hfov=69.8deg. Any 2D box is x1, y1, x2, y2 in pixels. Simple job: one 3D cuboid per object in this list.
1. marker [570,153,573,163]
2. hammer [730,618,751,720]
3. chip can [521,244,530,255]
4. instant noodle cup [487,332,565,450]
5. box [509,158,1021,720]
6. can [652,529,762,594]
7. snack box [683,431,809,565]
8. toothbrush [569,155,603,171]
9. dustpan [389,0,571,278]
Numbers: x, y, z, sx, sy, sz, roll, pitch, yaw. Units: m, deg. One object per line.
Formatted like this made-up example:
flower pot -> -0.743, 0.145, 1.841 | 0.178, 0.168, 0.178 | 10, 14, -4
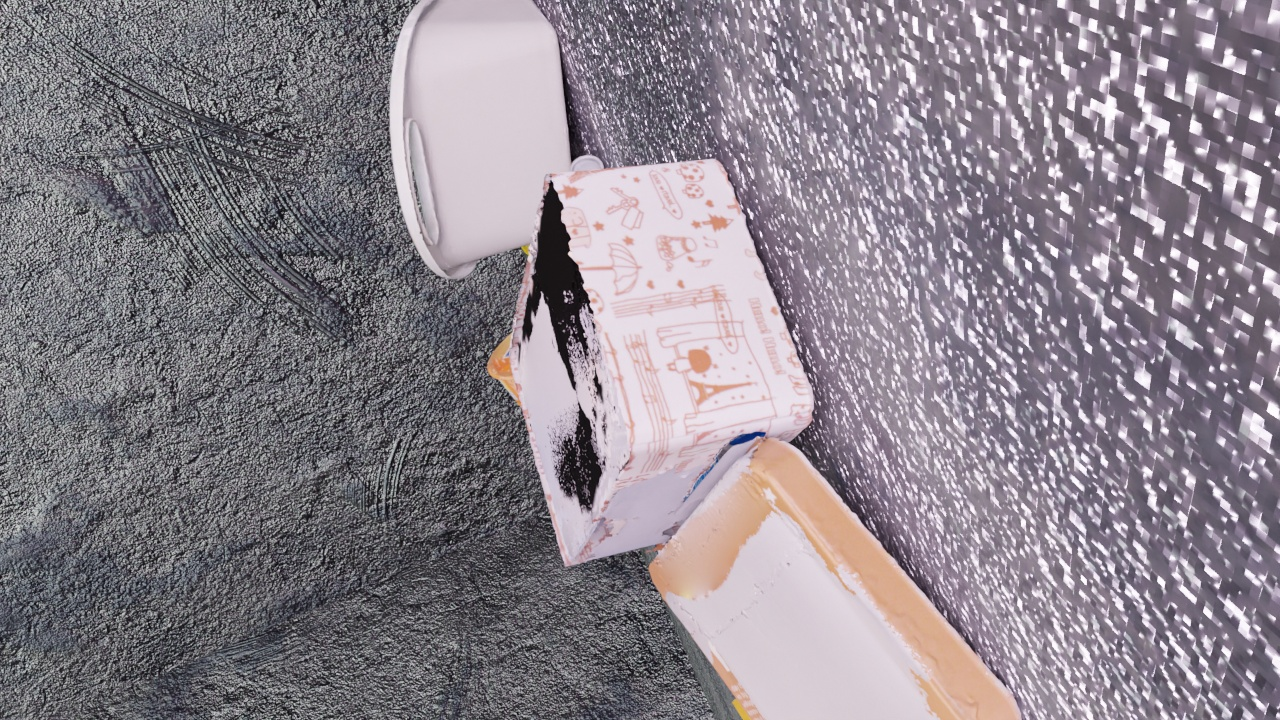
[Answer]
marker -> -0.066, -0.171, 0.837 | 0.132, 0.020, 0.022 | 69, -157, -17
hammer -> 0.074, 0.234, 0.806 | 0.301, 0.032, 0.129 | 66, 170, -8
chip can -> -0.122, -0.200, 0.965 | 0.072, 0.072, 0.213 | 76, 170, -53
instant noodle cup -> -0.067, 0.016, 0.960 | 0.111, 0.151, 0.151 | 62, 177, -25
box -> 0.029, 0.063, 0.402 | 0.179, 0.102, 0.260 | 116, 138, -61
can -> 0.044, 0.121, 0.660 | 0.111, 0.075, 0.075 | -122, 12, -58
snack box -> 0.038, 0.059, 0.545 | 0.157, 0.026, 0.084 | 22, 136, 59
toothbrush -> -0.031, -0.094, 0.779 | 0.026, 0.026, 0.221 | 50, 167, 24
dustpan -> -0.141, -0.190, 0.727 | 0.257, 0.142, 0.223 | -126, 26, -51
